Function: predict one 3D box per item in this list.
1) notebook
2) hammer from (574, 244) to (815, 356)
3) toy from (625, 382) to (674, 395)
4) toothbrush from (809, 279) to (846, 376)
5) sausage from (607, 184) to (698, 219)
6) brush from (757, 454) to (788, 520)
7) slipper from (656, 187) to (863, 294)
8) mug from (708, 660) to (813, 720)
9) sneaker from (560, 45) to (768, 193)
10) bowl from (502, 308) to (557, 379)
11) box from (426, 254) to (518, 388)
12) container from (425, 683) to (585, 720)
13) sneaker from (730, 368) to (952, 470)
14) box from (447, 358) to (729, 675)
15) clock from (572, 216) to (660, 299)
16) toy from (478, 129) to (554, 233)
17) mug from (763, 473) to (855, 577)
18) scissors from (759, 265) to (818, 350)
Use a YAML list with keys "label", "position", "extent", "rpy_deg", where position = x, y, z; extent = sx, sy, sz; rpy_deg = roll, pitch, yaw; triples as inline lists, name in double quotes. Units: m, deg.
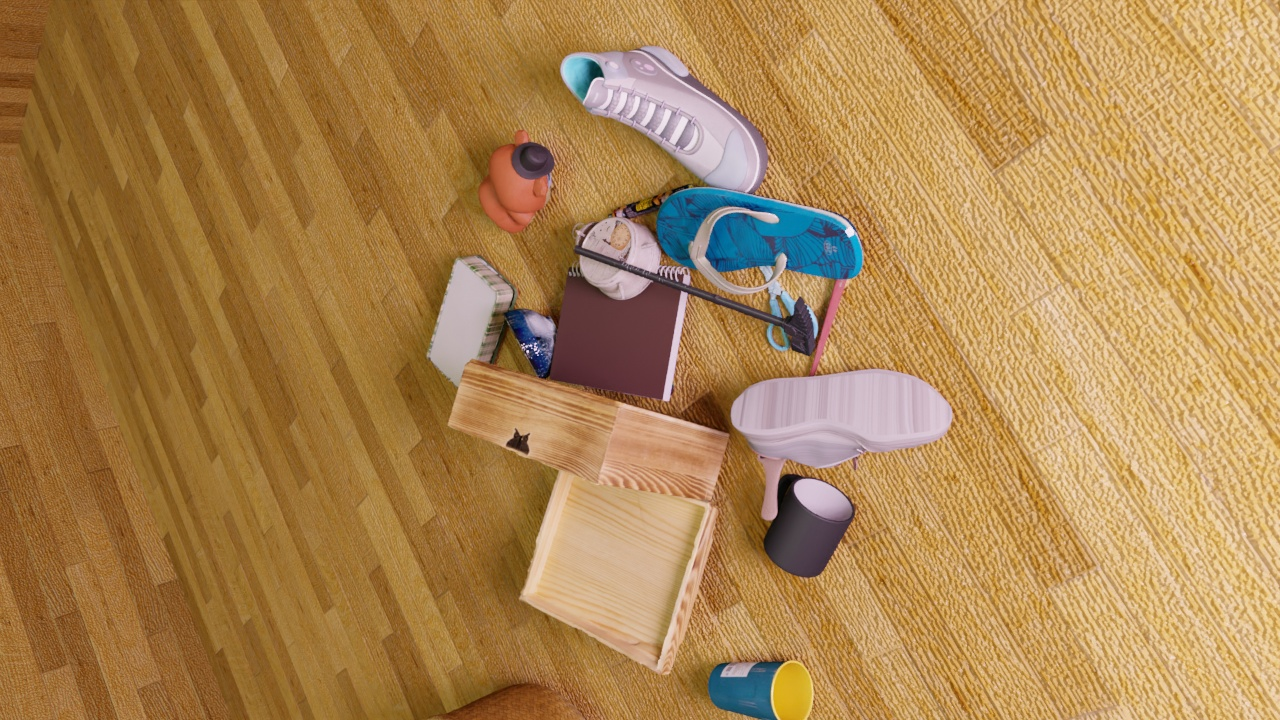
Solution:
- label: "notebook"
  position: [-0.032, -0.045, 1.226]
  extent: [0.209, 0.022, 0.171]
  rpy_deg: [9, 88, 41]
- label: "hammer"
  position: [0.053, -0.089, 1.084]
  extent: [0.325, 0.015, 0.095]
  rpy_deg: [22, 156, 26]
- label: "toy"
  position: [-0.007, 0.007, 1.236]
  extent: [0.123, 0.037, 0.079]
  rpy_deg: [11, 108, 34]
- label: "toothbrush"
  position: [0.215, -0.041, 1.035]
  extent: [0.016, 0.016, 0.190]
  rpy_deg: [26, 116, 31]
- label: "sausage"
  position: [0.014, -0.201, 1.181]
  extent: [0.156, 0.020, 0.020]
  rpy_deg: [-9, 93, 43]
- label: "brush"
  position: [0.154, 0.121, 1.082]
  extent: [0.050, 0.015, 0.135]
  rpy_deg: [-15, 58, 44]
- label: "slipper"
  position: [0.114, -0.134, 1.044]
  extent: [0.295, 0.060, 0.118]
  rpy_deg: [14, 132, 43]
- label: "mug"
  position: [0.147, 0.417, 1.163]
  extent: [0.122, 0.078, 0.078]
  rpy_deg: [-15, 89, 48]
- label: "sneaker"
  position: [0.022, -0.278, 1.063]
  extent: [0.256, 0.160, 0.093]
  rpy_deg: [49, 127, 25]
- label: "bowl"
  position: [-0.147, -0.032, 1.330]
  extent: [0.114, 0.060, 0.114]
  rpy_deg: [59, 175, 8]
- label: "box"
  position: [-0.267, -0.055, 1.454]
  extent: [0.118, 0.050, 0.206]
  rpy_deg: [38, 123, 27]
- label: "container"
  position: [-0.192, 0.666, 1.440]
  extent: [0.307, 0.196, 0.307]
  rpy_deg: [11, 107, 42]
- label: "sneaker"
  position: [0.223, 0.074, 1.015]
  extent: [0.236, 0.089, 0.099]
  rpy_deg: [0, 56, 25]
- label: "box"
  position: [-0.078, 0.205, 1.189]
  extent: [0.280, 0.285, 0.336]
  rpy_deg: [12, 88, 40]
- label: "clock"
  position: [-0.045, -0.146, 1.201]
  extent: [0.157, 0.061, 0.103]
  rpy_deg: [37, 99, 40]
- label: "toy"
  position: [-0.176, -0.251, 1.296]
  extent: [0.176, 0.096, 0.112]
  rpy_deg: [146, 106, -70]
- label: "mug"
  position: [0.189, 0.184, 1.077]
  extent: [0.113, 0.078, 0.088]
  rpy_deg: [-118, 42, -51]
- label: "scissors"
  position: [0.157, -0.074, 1.088]
  extent: [0.076, 0.015, 0.141]
  rpy_deg: [-42, 65, 42]
